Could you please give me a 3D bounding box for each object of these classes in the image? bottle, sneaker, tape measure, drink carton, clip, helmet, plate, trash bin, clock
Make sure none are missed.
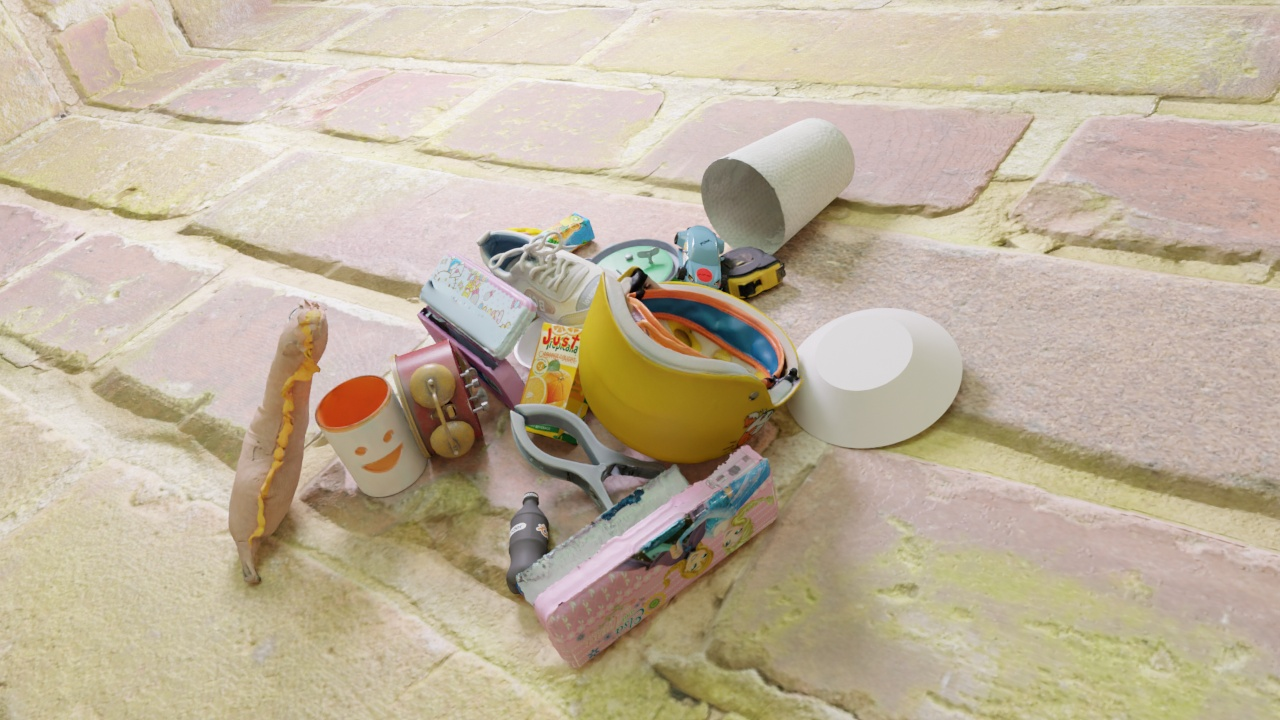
[{"bbox_3d":[-0.104,0.167,0.851,0.036,0.036,0.109,-12,39,6],"label":"bottle"},{"bbox_3d":[-0.107,-0.096,1.041,0.242,0.091,0.089,26,76,44],"label":"sneaker"},{"bbox_3d":[0.123,-0.105,1.090,0.072,0.042,0.071,-33,44,-15],"label":"tape measure"},{"bbox_3d":[-0.083,0.021,0.966,0.058,0.041,0.122,11,81,31],"label":"drink carton"},{"bbox_3d":[-0.054,0.088,0.896,0.162,0.027,0.090,40,61,20],"label":"clip"},{"bbox_3d":[0.039,0.016,0.890,0.209,0.140,0.239,36,22,20],"label":"helmet"},{"bbox_3d":[0.221,0.002,0.899,0.174,0.036,0.173,-15,47,16],"label":"plate"},{"bbox_3d":[0.178,-0.224,1.149,0.161,0.133,0.133,-36,42,-29],"label":"trash bin"},{"bbox_3d":[-0.123,-0.152,1.240,0.128,0.039,0.044,-35,42,-21],"label":"drink carton"},{"bbox_3d":[-0.022,-0.096,1.105,0.162,0.075,0.121,20,52,36],"label":"clock"},{"bbox_3d":[-0.206,0.041,0.971,0.081,0.117,0.159,-20,19,-8],"label":"clock"}]

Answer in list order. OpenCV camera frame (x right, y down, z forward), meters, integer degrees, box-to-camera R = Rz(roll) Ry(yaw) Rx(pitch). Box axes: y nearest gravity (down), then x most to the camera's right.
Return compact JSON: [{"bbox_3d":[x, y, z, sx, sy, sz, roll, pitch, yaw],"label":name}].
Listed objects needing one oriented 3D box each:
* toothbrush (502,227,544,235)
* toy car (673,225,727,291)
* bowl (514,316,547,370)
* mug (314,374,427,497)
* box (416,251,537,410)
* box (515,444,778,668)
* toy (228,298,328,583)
[{"bbox_3d":[-0.162,-0.182,1.308,0.136,0.016,0.021,-1,46,19],"label":"toothbrush"},{"bbox_3d":[0.071,-0.120,1.055,0.060,0.028,0.107,10,45,-10],"label":"toy car"},{"bbox_3d":[-0.086,-0.011,1.055,0.110,0.041,0.109,-11,39,9],"label":"bowl"},{"bbox_3d":[-0.282,0.080,0.967,0.082,0.105,0.082,-11,39,8],"label":"mug"},{"bbox_3d":[-0.189,-0.036,1.042,0.062,0.140,0.214,-8,26,-35],"label":"box"},{"bbox_3d":[0.004,0.152,0.789,0.230,0.085,0.091,-33,42,-19],"label":"box"},{"bbox_3d":[-0.360,0.072,0.927,0.065,0.265,0.196,12,34,-30],"label":"toy"}]
